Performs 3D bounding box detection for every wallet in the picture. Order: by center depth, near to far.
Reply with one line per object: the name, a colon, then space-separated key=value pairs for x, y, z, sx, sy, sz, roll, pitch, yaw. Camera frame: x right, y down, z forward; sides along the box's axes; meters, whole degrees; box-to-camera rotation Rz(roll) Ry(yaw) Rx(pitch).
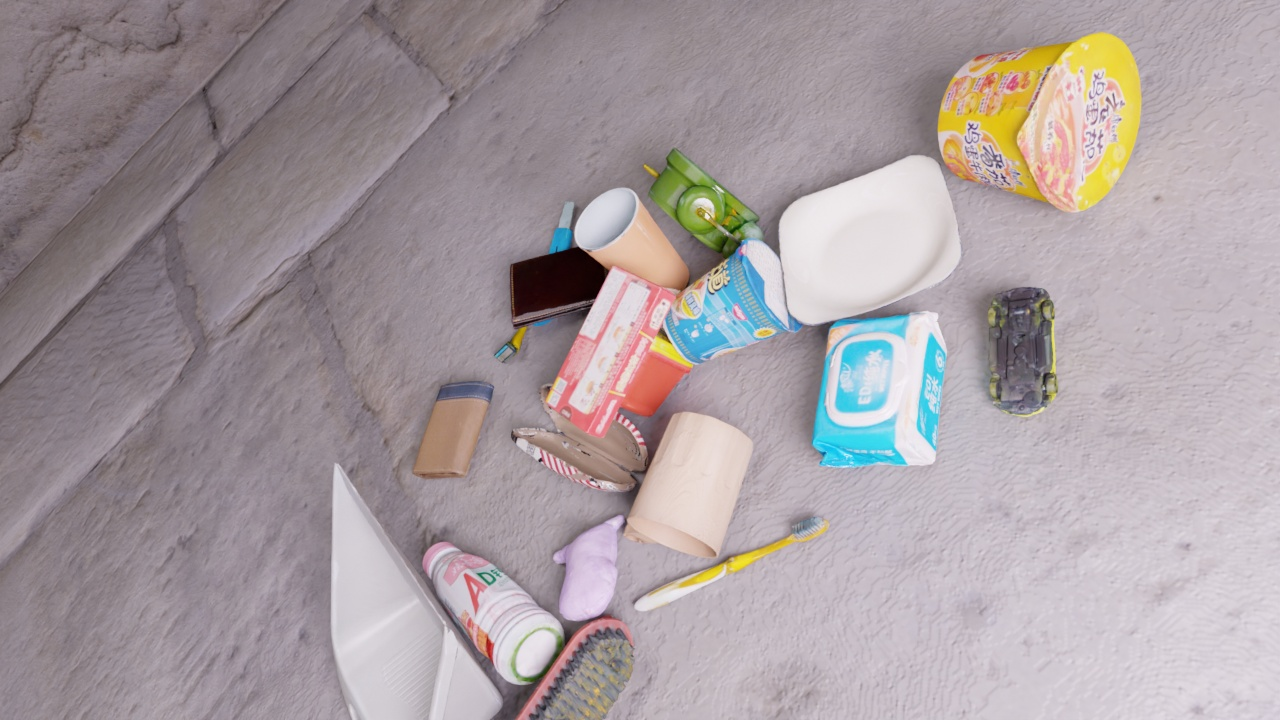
wallet: x=-0.216 y=0.081 z=1.064 sx=0.090 sy=0.033 sz=0.115 roll=-7 pitch=58 yaw=38
wallet: x=-0.095 y=-0.091 z=1.079 sx=0.122 sy=0.020 sz=0.096 roll=-13 pitch=56 yaw=11

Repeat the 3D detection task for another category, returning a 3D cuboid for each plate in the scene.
plate: x=0.212 y=-0.105 z=0.853 sx=0.165 sy=0.034 sz=0.163 roll=-18 pitch=50 yaw=24

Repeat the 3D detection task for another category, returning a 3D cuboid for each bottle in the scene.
bottle: x=-0.149 y=0.233 z=0.881 sx=0.197 sy=0.068 sz=0.068 roll=24 pitch=77 yaw=49

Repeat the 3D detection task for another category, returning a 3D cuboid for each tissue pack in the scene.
tissue pack: x=0.195 y=0.024 z=0.756 sx=0.090 sy=0.063 sz=0.139 roll=-5 pitch=58 yaw=36

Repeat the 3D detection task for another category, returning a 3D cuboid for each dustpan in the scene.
dustpan: x=-0.234 y=0.267 z=0.822 sx=0.142 sy=0.258 sz=0.223 roll=-36 pitch=50 yaw=-16

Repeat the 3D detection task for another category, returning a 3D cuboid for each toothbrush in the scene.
toothbrush: x=0.072 y=0.174 z=0.778 sx=0.192 sy=0.018 sz=0.016 roll=-29 pitch=45 yaw=20

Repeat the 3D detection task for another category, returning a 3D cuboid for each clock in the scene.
clock: x=0.070 y=-0.156 z=0.948 sx=0.056 sy=0.116 sz=0.161 roll=-51 pitch=39 yaw=13

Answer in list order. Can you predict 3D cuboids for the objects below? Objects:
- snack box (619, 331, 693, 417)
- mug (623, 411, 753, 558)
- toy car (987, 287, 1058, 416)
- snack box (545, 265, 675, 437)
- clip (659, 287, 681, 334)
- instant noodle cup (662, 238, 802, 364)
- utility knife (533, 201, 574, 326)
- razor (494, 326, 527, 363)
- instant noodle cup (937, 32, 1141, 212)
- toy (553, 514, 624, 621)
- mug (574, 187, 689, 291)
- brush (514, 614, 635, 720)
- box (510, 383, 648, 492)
snack box: x=-0.005 y=0.005 z=0.922 sx=0.091 sy=0.082 sz=0.080 roll=36 pitch=99 yaw=47
mug: x=0.037 y=0.112 z=0.818 sx=0.125 sy=0.084 sz=0.103 roll=-21 pitch=42 yaw=61
toy car: x=0.300 y=-0.006 z=0.719 sx=0.048 sy=0.032 sz=0.105 roll=-7 pitch=68 yaw=35
snack box: x=-0.030 y=-0.009 z=0.873 sx=0.075 sy=0.025 sz=0.153 roll=30 pitch=95 yaw=44
clip: x=0.022 y=-0.044 z=0.977 sx=0.105 sy=0.082 sz=0.034 roll=-13 pitch=51 yaw=59
instant noodle cup: x=0.084 y=-0.050 z=0.882 sx=0.110 sy=0.099 sz=0.099 roll=-28 pitch=46 yaw=31
utility knife: x=-0.103 y=-0.126 z=1.131 sx=0.034 sy=0.018 sz=0.190 roll=-13 pitch=52 yaw=32
razor: x=-0.146 y=-0.061 z=1.111 sx=0.043 sy=0.028 sz=0.132 roll=-39 pitch=37 yaw=55
instant noodle cup: x=0.327 y=-0.201 z=0.768 sx=0.138 sy=0.138 sz=0.110 roll=-54 pitch=36 yaw=-7
toy: x=-0.049 y=0.193 z=0.838 sx=0.084 sy=0.039 sz=0.107 roll=-34 pitch=27 yaw=16
mug: x=-0.004 y=-0.113 z=0.967 sx=0.078 sy=0.123 sz=0.078 roll=-20 pitch=49 yaw=25
brush: x=-0.058 y=0.283 z=0.779 sx=0.145 sy=0.063 sz=0.069 roll=-56 pitch=14 yaw=-10
box: x=-0.056 y=0.071 z=0.915 sx=0.163 sy=0.076 sz=0.088 roll=20 pitch=96 yaw=47
